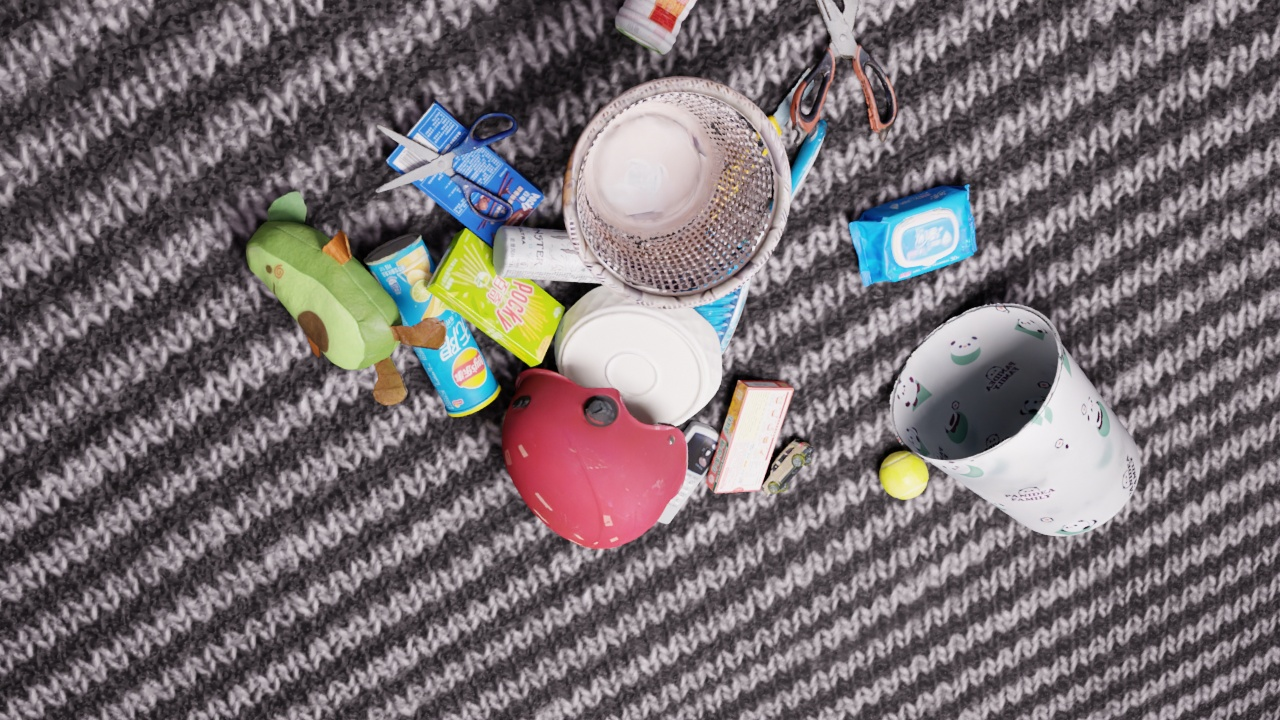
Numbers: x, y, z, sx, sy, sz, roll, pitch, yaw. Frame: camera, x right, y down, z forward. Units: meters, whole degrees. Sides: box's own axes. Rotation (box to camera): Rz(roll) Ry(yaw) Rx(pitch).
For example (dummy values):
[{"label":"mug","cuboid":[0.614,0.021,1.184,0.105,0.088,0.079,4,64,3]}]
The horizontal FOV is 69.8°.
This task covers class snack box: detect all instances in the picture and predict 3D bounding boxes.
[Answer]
[{"label":"snack box","cuboid":[-0.163,-0.071,1.052,0.156,0.085,0.026,39,145,-27]},{"label":"snack box","cuboid":[-0.193,-0.204,1.023,0.157,0.026,0.085,39,102,-23]},{"label":"snack box","cuboid":[0.143,0.101,1.204,0.077,0.027,0.156,2,114,-32]}]

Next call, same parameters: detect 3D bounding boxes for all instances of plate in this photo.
[{"label":"plate","cuboid":[-0.007,0.006,1.098,0.205,0.045,0.205,5,123,8]}]

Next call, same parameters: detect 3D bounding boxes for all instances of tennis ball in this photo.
[{"label":"tennis ball","cuboid":[0.361,0.157,1.260,0.065,0.065,0.065,-4,114,-9]}]

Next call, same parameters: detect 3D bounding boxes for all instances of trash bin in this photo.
[{"label":"trash bin","cuboid":[0.491,0.088,1.178,0.252,0.229,0.230,35,103,-28]},{"label":"trash bin","cuboid":[0.023,-0.189,0.974,0.227,0.192,0.228,-3,111,-8]}]

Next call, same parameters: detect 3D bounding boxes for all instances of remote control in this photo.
[{"label":"remote control","cuboid":[0.053,0.151,1.225,0.058,0.021,0.150,29,106,-21]}]

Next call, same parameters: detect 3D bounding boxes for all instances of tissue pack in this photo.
[{"label":"tissue pack","cuboid":[0.338,-0.153,1.128,0.157,0.052,0.095,-18,115,-2]}]

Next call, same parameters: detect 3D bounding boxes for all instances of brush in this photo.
[{"label":"brush","cuboid":[0.123,-0.145,1.097,0.109,0.060,0.315,10,108,-20]}]

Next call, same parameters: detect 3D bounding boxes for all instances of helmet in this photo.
[{"label":"helmet","cuboid":[-0.073,0.130,1.082,0.240,0.143,0.208,32,146,-4]}]

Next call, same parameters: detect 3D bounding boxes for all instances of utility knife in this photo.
[{"label":"utility knife","cuboid":[0.132,-0.245,1.071,0.033,0.015,0.219,33,104,-23]}]

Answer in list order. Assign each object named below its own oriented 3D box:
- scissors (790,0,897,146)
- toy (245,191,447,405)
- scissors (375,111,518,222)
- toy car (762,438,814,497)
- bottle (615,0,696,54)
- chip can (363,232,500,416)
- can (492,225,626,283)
[{"label":"scissors","cuboid":[0.231,-0.341,1.036,0.188,0.015,0.226,16,98,-27]},{"label":"toy","cuboid":[-0.331,-0.063,0.998,0.247,0.089,0.228,42,135,1]},{"label":"scissors","cuboid":[-0.201,-0.212,0.995,0.176,0.012,0.162,-36,115,6]},{"label":"toy car","cuboid":[0.197,0.147,1.239,0.090,0.035,0.042,-54,155,13]},{"label":"bottle","cuboid":[0.045,-0.423,0.953,0.068,0.068,0.197,24,103,-19]},{"label":"chip can","cuboid":[-0.238,-0.039,1.062,0.071,0.071,0.210,-23,115,0]},{"label":"can","cuboid":[-0.092,-0.120,1.046,0.146,0.058,0.058,1,113,-25]}]
